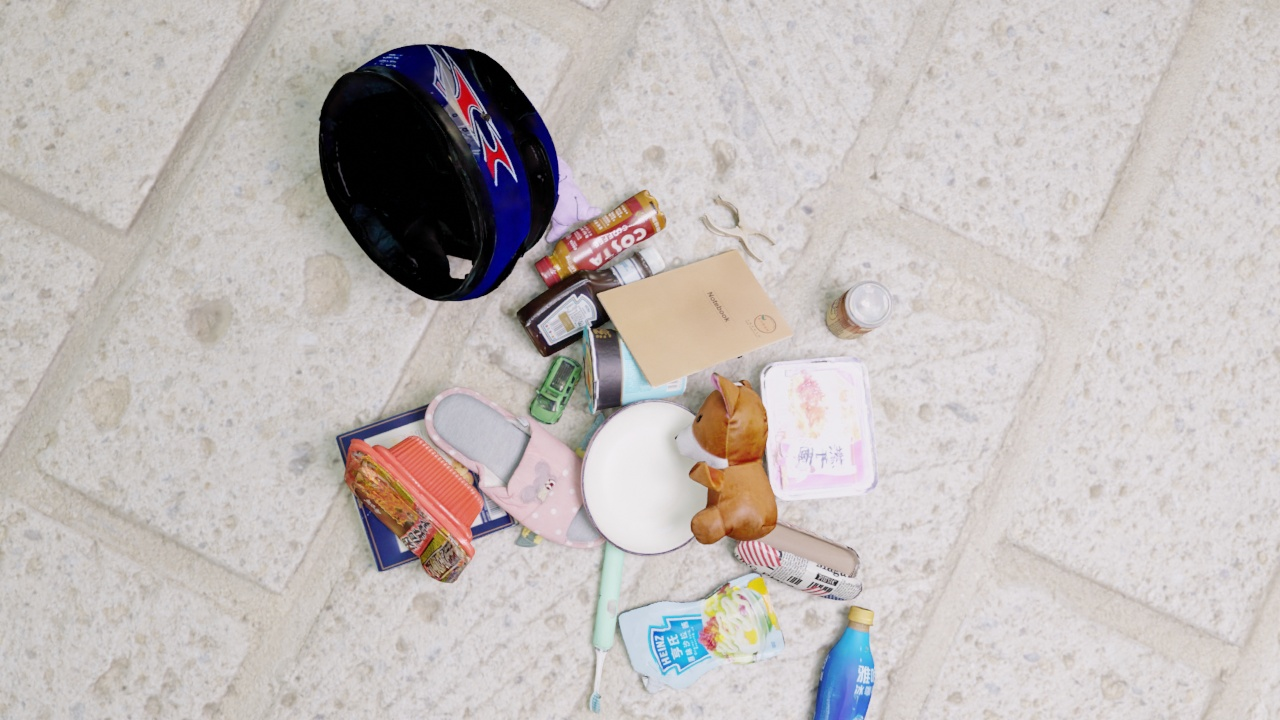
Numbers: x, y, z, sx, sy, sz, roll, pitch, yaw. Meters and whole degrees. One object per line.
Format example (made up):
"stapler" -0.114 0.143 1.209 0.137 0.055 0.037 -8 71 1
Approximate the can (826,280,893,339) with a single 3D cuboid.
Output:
"can" 0.271 -0.061 1.145 0.058 0.116 0.058 0 83 -2

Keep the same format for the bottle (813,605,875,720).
"bottle" 0.247 0.411 1.121 0.065 0.065 0.218 14 83 1

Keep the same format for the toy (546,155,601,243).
"toy" -0.109 -0.216 1.197 0.084 0.039 0.108 -31 86 15

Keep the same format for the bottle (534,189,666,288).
"bottle" -0.052 -0.152 1.180 0.175 0.057 0.057 -32 85 -4

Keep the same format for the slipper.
"slipper" -0.142 0.129 1.117 0.274 0.055 0.114 39 68 -6

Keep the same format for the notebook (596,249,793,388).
"notebook" 0.069 -0.057 1.139 0.207 0.008 0.147 -20 64 -22

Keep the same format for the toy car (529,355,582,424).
"toy car" -0.109 0.038 1.172 0.043 0.036 0.091 25 88 1

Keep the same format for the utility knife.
"utility knife" -0.096 0.155 1.172 0.031 0.021 0.198 32 80 -3

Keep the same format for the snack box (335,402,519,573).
"snack box" -0.266 0.151 1.151 0.182 0.046 0.178 -19 85 -3

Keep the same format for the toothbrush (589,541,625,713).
"toothbrush" -0.044 0.324 1.145 0.026 0.027 0.224 11 83 -26

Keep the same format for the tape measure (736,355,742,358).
"tape measure" 0.122 -0.038 1.180 0.057 0.039 0.058 32 89 2

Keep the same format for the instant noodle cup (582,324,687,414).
"instant noodle cup" -0.007 0.007 1.147 0.120 0.111 0.111 -5 84 -10

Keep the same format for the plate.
"plate" 0.011 0.143 1.137 0.192 0.039 0.192 0 90 -24

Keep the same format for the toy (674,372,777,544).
"toy" 0.104 0.116 1.102 0.131 0.140 0.199 3 88 16

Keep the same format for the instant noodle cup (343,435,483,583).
"instant noodle cup" -0.256 0.162 1.060 0.189 0.165 0.078 43 58 1

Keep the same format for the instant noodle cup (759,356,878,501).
"instant noodle cup" 0.221 0.086 1.157 0.138 0.060 0.173 -4 85 -1

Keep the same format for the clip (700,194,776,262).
"clip" 0.118 -0.163 1.198 0.081 0.035 0.104 -37 94 -7

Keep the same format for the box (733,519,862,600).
"box" 0.194 0.251 1.127 0.163 0.087 0.076 22 98 -2

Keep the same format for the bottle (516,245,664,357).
"bottle" -0.059 -0.082 1.166 0.195 0.080 0.044 -32 42 -4

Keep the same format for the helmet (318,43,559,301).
"helmet" -0.213 -0.221 1.091 0.248 0.239 0.315 -45 76 33

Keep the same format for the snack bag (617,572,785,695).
"snack bag" 0.076 0.340 1.141 0.191 0.039 0.110 -18 94 -2
